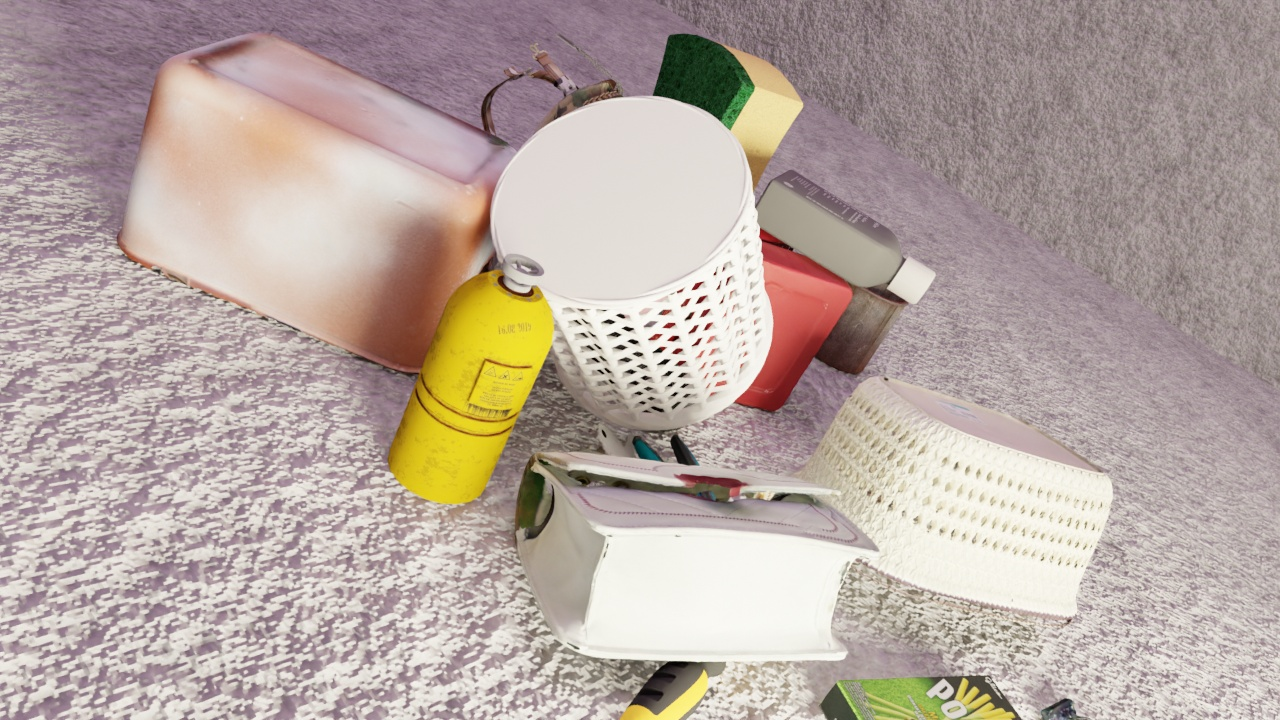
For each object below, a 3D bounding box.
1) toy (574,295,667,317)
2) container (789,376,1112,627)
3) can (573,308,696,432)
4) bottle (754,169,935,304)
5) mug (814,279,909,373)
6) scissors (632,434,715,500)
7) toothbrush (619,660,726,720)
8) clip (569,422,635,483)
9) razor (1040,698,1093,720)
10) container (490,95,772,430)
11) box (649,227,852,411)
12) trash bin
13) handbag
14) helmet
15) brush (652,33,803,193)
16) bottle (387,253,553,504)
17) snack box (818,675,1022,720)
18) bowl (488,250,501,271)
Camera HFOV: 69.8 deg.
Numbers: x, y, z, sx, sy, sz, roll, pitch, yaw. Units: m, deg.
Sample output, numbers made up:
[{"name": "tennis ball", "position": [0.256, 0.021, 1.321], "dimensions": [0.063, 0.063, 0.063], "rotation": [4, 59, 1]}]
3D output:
[{"name": "toy", "position": [-0.017, -0.062, 0.908], "dimensions": [0.096, 0.053, 0.099], "rotation": [-6, 25, 7]}, {"name": "container", "position": [0.257, 0.113, 0.758], "dimensions": [0.251, 0.143, 0.184], "rotation": [16, 14, -22]}, {"name": "can", "position": [-0.005, 0.005, 0.808], "dimensions": [0.053, 0.054, 0.137], "rotation": [-7, 42, -49]}, {"name": "bottle", "position": [0.195, -0.114, 0.870], "dimensions": [0.174, 0.046, 0.083], "rotation": [34, 27, 8]}, {"name": "mug", "position": [0.241, -0.059, 1.099], "dimensions": [0.123, 0.110, 0.096], "rotation": [39, 23, 23]}, {"name": "scissors", "position": [0.040, 0.108, 0.701], "dimensions": [0.150, 0.019, 0.130], "rotation": [31, 31, -4]}, {"name": "toothbrush", "position": [0.040, 0.182, 0.560], "dimensions": [0.196, 0.031, 0.031], "rotation": [-18, 94, -59]}, {"name": "clip", "position": [-0.022, 0.074, 0.697], "dimensions": [0.054, 0.040, 0.101], "rotation": [33, 23, -18]}, {"name": "razor", "position": [0.350, 0.299, 0.646], "dimensions": [0.042, 0.022, 0.144], "rotation": [0, 38, -41]}, {"name": "container", "position": [0.001, -0.069, 0.706], "dimensions": [0.189, 0.189, 0.187], "rotation": [43, -13, 29]}, {"name": "box", "position": [0.104, -0.040, 0.883], "dimensions": [0.135, 0.158, 0.117], "rotation": [4, 39, -36]}, {"name": "trash bin", "position": [-0.236, -0.130, 0.722], "dimensions": [0.259, 0.158, 0.181], "rotation": [25, 26, -7]}, {"name": "handbag", "position": [0.032, 0.112, 0.579], "dimensions": [0.198, 0.096, 0.142], "rotation": [8, 14, -23]}, {"name": "helmet", "position": [-0.086, -0.208, 0.961], "dimensions": [0.236, 0.193, 0.223], "rotation": [33, 53, -12]}, {"name": "brush", "position": [0.059, -0.219, 1.014], "dimensions": [0.075, 0.251, 0.195], "rotation": [9, 27, -28]}, {"name": "bottle", "position": [-0.102, 0.009, 0.584], "dimensions": [0.071, 0.164, 0.071], "rotation": [22, 27, -12]}, {"name": "snack box", "position": [0.195, 0.246, 0.592], "dimensions": [0.147, 0.025, 0.080], "rotation": [10, 31, -31]}, {"name": "bowl", "position": [-0.095, -0.099, 0.845], "dimensions": [0.144, 0.144, 0.074], "rotation": [23, 55, -10]}]
